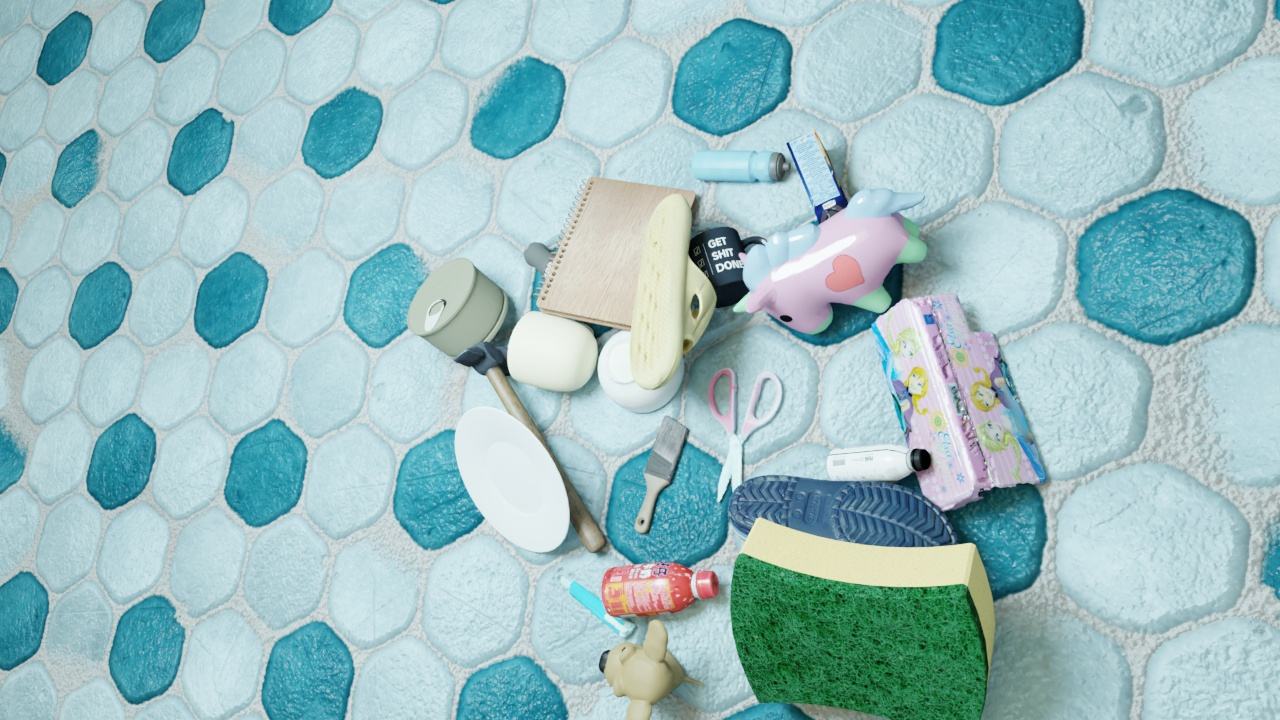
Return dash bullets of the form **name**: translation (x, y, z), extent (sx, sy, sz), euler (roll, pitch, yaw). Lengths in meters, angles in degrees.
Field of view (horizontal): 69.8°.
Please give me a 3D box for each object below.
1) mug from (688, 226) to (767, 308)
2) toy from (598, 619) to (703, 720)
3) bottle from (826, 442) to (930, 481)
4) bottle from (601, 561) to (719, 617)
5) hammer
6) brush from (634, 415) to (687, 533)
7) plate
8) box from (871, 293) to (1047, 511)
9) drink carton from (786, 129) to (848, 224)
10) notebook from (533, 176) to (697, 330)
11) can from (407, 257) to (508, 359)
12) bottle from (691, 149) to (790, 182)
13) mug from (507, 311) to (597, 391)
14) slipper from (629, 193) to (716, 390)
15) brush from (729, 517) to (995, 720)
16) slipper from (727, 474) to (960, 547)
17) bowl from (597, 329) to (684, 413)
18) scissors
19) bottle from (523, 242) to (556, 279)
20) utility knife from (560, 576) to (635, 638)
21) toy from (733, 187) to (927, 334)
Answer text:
- **mug**: translation (0.117, -0.121, 1.153), extent (0.105, 0.071, 0.077), euler (-16, 69, -1)
- **toy**: translation (0.009, 0.360, 1.056), extent (0.106, 0.108, 0.134), euler (11, 82, 26)
- **bottle**: translation (0.263, 0.113, 1.012), extent (0.116, 0.041, 0.041), euler (-13, 70, 46)
- **bottle**: translation (0.025, 0.273, 1.098), extent (0.138, 0.062, 0.062), euler (-10, 73, 22)
- **hammer**: translation (-0.136, 0.110, 1.202), extent (0.040, 0.129, 0.321), euler (-37, 74, 14)
- **brush**: translation (0.022, 0.145, 1.158), extent (0.039, 0.012, 0.151), euler (17, 85, 28)
- **plate**: translation (-0.164, 0.152, 1.183), extent (0.209, 0.015, 0.209), euler (22, 126, 33)
- **box**: translation (0.348, 0.044, 1.017), extent (0.087, 0.105, 0.230), euler (132, 130, -59)
- **drink carton**: translation (0.224, -0.210, 1.121), extent (0.040, 0.064, 0.130), euler (-24, 68, 18)
- **notebook**: translation (-0.035, -0.145, 1.214), extent (0.169, 0.022, 0.210), euler (12, 68, 19)
- **can**: translation (-0.256, -0.072, 1.289), extent (0.128, 0.073, 0.127), euler (-25, 45, 27)
- **bottle**: translation (0.132, -0.252, 1.190), extent (0.130, 0.040, 0.040), euler (7, 80, 27)
- **mug**: translation (-0.104, -0.015, 1.220), extent (0.100, 0.096, 0.119), euler (14, 42, 20)
- **slipper**: translation (0.044, -0.078, 1.112), extent (0.112, 0.079, 0.261), euler (-33, 47, 55)
- **brush**: translation (0.223, 0.272, 0.931), extent (0.251, 0.075, 0.195), euler (3, 119, 26)
- **slipper**: translation (0.221, 0.191, 1.008), extent (0.253, 0.095, 0.104), euler (11, 48, 22)
- **bowl**: translation (-0.007, 0.007, 1.179), extent (0.114, 0.063, 0.113), euler (-7, 73, 24)
- **scissors**: translation (0.132, 0.094, 1.118), extent (0.105, 0.016, 0.178), euler (-6, 74, 24)
- **bottle**: translation (-0.119, -0.126, 1.281), extent (0.110, 0.036, 0.036), euler (40, 96, 28)
- **utility knife**: translation (-0.058, 0.306, 1.156), extent (0.124, 0.015, 0.022), euler (32, 89, 31)
- **toy**: translation (0.215, -0.118, 1.044), extent (0.119, 0.171, 0.223), euler (-88, 22, -50)
